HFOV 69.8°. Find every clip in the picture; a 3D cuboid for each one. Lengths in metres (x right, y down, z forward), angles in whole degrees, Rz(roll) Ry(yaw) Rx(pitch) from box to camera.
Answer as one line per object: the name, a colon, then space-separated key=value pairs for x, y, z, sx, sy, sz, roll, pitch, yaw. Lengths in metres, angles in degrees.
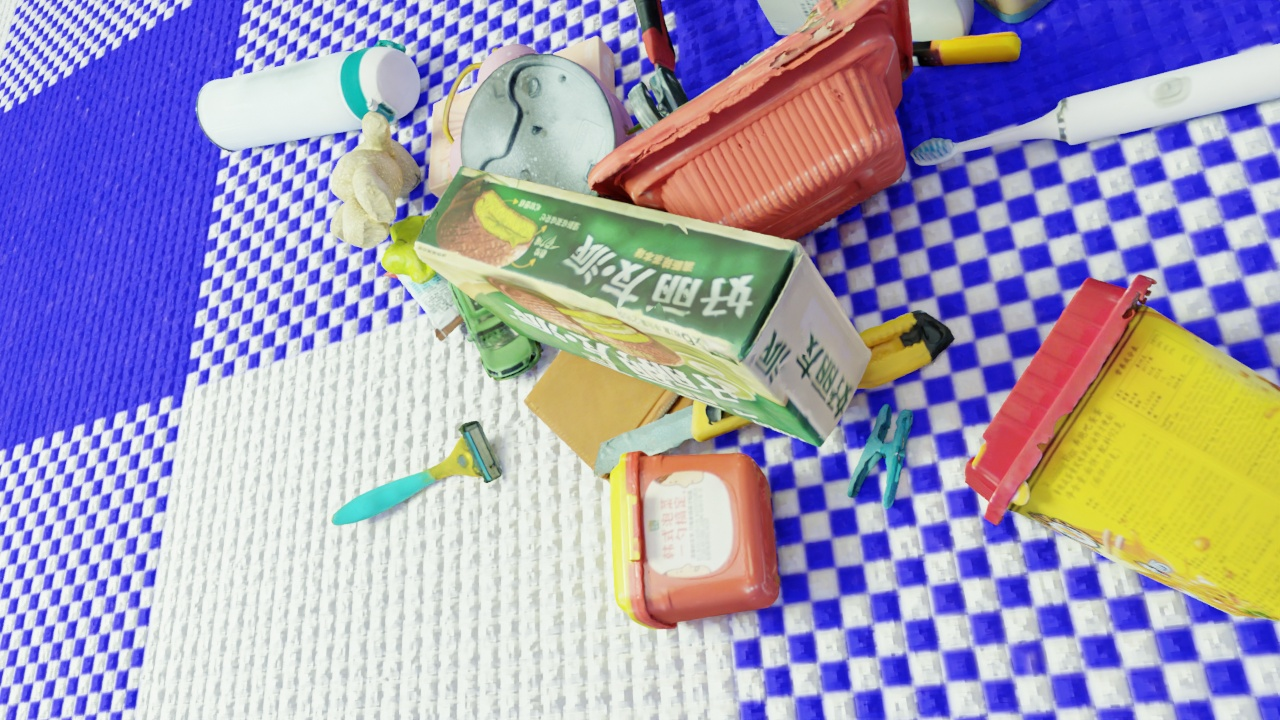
clip: x=0.131 y=0.051 z=0.492 sx=0.041 sy=0.014 sz=0.056 roll=16 pitch=81 yaw=33

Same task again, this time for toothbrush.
toothbrush: x=0.256 y=-0.134 z=0.485 sx=0.221 sy=0.026 sz=0.026 roll=-9 pitch=73 yaw=27

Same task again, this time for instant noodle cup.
instant noodle cup: x=0.076 y=-0.114 z=0.514 sx=0.189 sy=0.164 sz=0.079 roll=-28 pitch=83 yaw=18
instant noodle cup: x=0.220 y=0.042 z=0.391 sx=0.124 sy=0.116 sz=0.116 roll=33 pitch=89 yaw=23

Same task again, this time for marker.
marker: x=0.168 y=-0.189 z=0.562 sx=0.124 sy=0.018 sz=0.015 roll=8 pitch=75 yaw=32

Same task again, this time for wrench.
wrench: x=0.007 y=-0.225 z=0.624 sx=0.016 sy=0.056 sz=0.272 roll=-31 pitch=41 yaw=25

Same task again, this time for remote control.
remote control: x=0.137 y=-0.224 z=0.571 sx=0.135 sy=0.056 sz=0.019 roll=16 pitch=79 yaw=34

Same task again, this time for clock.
clock: x=-0.075 y=-0.154 z=0.635 sx=0.158 sy=0.059 sz=0.117 roll=28 pitch=107 yaw=17

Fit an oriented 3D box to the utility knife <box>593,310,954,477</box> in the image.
utility knife: x=0.069 y=0.021 z=0.516 sx=0.217 sy=0.015 sz=0.033 roll=-22 pitch=66 yaw=10

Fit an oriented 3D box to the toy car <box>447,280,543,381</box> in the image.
toy car: x=-0.102 y=-0.030 z=0.633 sx=0.043 sy=0.036 sz=0.091 roll=-28 pitch=71 yaw=-5

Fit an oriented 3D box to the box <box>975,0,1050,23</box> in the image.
box: x=0.206 y=-0.285 z=0.556 sx=0.090 sy=0.060 sz=0.184 roll=-38 pitch=59 yaw=12

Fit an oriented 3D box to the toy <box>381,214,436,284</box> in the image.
toy: x=-0.140 y=-0.094 z=0.681 sx=0.100 sy=0.031 sz=0.096 roll=-5 pitch=51 yaw=11

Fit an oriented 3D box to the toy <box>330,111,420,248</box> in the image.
toy: x=-0.201 y=-0.133 z=0.699 sx=0.157 sy=0.066 sz=0.105 roll=-111 pitch=36 yaw=-60

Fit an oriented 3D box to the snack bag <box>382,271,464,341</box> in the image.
snack bag: x=-0.157 y=-0.055 z=0.689 sx=0.048 sy=0.026 sz=0.104 roll=-43 pitch=56 yaw=-10

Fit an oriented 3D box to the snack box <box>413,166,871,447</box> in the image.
snack box: x=-0.006 y=-0.035 z=0.502 sx=0.240 sy=0.114 sz=0.063 roll=20 pitch=77 yaw=36

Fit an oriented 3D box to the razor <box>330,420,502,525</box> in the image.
razor: x=-0.158 y=0.086 z=0.634 sx=0.133 sy=0.028 sz=0.043 roll=-26 pitch=91 yaw=16

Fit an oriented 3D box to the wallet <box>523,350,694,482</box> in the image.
wallet: x=-0.003 y=0.003 z=0.577 sx=0.108 sy=0.031 sz=0.132 roll=39 pitch=94 yaw=37

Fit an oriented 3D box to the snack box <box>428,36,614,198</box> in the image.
snack box: x=-0.093 y=-0.183 z=0.704 sx=0.158 sy=0.026 sz=0.084 roll=-14 pitch=65 yaw=25

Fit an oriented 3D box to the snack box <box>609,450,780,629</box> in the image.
snack box: x=0.030 y=0.094 z=0.493 sx=0.080 sy=0.082 sz=0.091 roll=-9 pitch=67 yaw=16

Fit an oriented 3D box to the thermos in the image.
thermos: x=-0.295 y=-0.235 z=0.817 sx=0.225 sy=0.073 sz=0.073 roll=0 pitch=71 yaw=29
